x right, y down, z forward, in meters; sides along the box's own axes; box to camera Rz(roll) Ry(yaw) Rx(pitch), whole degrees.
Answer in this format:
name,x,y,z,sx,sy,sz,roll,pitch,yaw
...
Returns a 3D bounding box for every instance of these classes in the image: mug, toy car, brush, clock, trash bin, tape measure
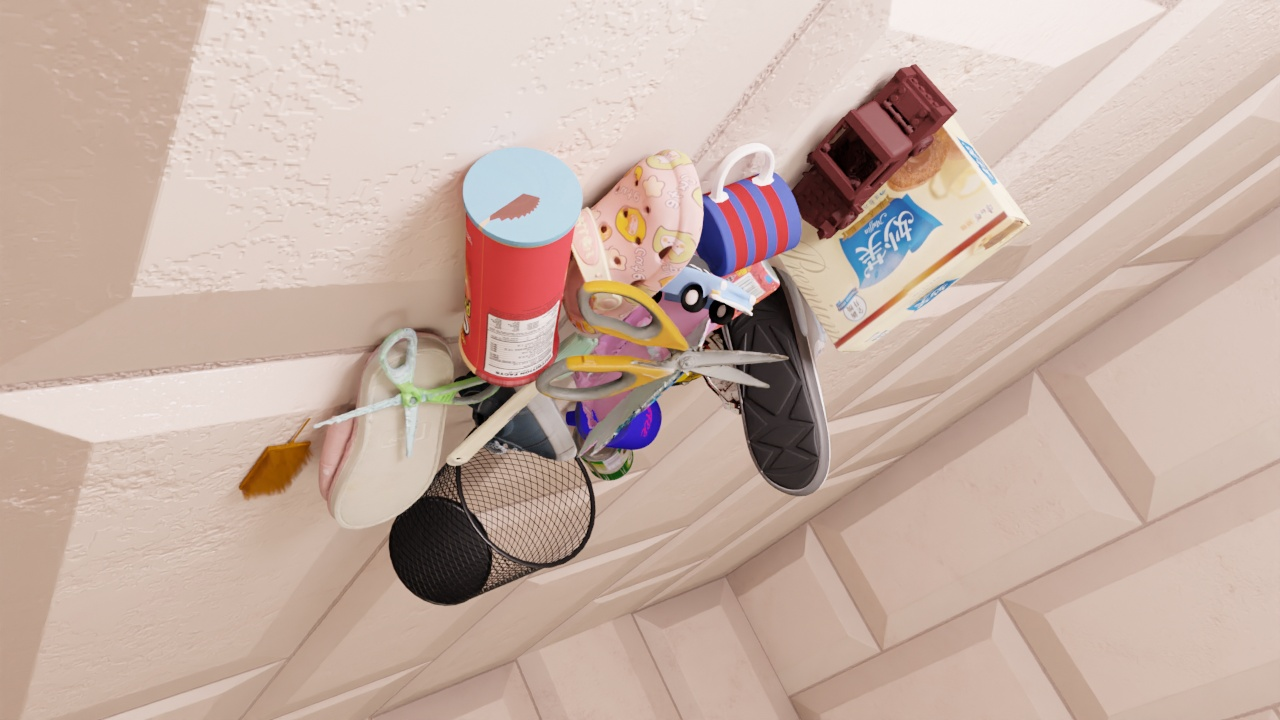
name,x,y,z,sx,sy,sz,roll,pitch,yaw
mug,0.090,-0.136,0.811,0.076,0.075,0.112,-23,133,-14
toy car,0.195,-0.179,0.821,0.061,0.070,0.170,-25,163,-44
toy car,0.031,-0.071,0.803,0.056,0.153,0.055,19,89,-50
brush,-0.118,0.042,0.865,0.033,0.012,0.218,18,132,-41
brush,-0.343,0.096,0.883,0.048,0.017,0.127,-5,150,-47
mug,-0.041,0.070,1.137,0.111,0.079,0.083,-5,170,25
clock,0.116,0.005,1.096,0.065,0.114,0.154,-39,175,27
trash bin,-0.190,0.193,1.102,0.183,0.184,0.211,-6,156,-46
tape measure,0.059,0.007,1.152,0.065,0.037,0.064,-3,149,-48

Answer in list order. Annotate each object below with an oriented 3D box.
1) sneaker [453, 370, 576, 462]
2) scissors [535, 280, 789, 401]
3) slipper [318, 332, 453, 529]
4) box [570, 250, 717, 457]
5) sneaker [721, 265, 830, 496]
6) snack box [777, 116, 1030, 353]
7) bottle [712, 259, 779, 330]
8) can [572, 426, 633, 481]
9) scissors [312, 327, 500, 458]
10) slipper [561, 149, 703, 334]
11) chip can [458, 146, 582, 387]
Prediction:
name,x,y,z,sx,sy,sz,roll,pitch,yaw
sneaker,-0.131,0.062,0.971,0.087,0.089,0.236,-28,153,-5
scissors,0.017,0.004,0.784,0.225,0.016,0.176,23,125,-34
slipper,-0.244,0.068,0.882,0.114,0.054,0.275,-8,141,-36
box,0.005,0.010,0.929,0.061,0.160,0.231,22,135,-25
sneaker,0.176,0.023,1.032,0.093,0.256,0.160,-19,166,30
snack box,0.241,-0.127,0.888,0.055,0.153,0.208,-1,147,-50
bottle,0.074,-0.064,0.963,0.138,0.062,0.062,-34,159,16
can,-0.049,0.118,1.241,0.067,0.067,0.121,-27,159,-3
scissors,-0.203,0.032,0.812,0.171,0.021,0.173,-17,147,-27
slipper,-0.026,-0.089,0.743,0.081,0.093,0.198,-1,149,-35
chip can,-0.097,-0.063,0.712,0.087,0.087,0.214,-20,158,-20
